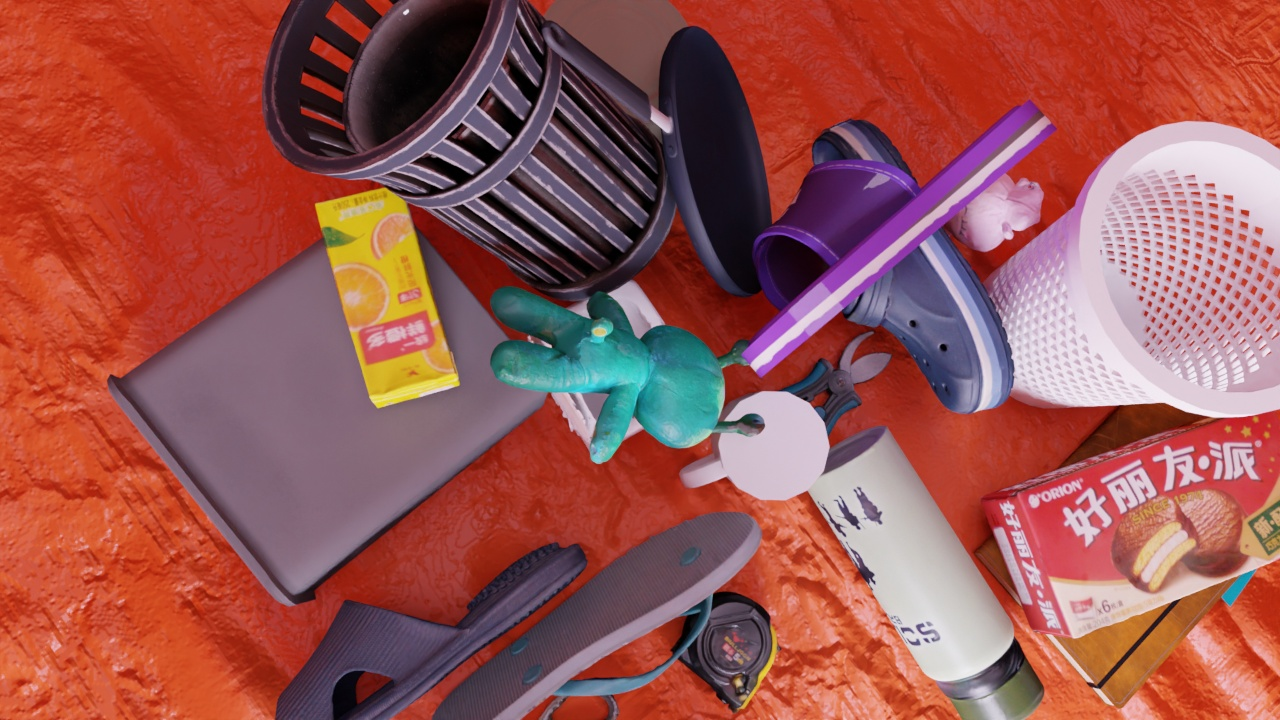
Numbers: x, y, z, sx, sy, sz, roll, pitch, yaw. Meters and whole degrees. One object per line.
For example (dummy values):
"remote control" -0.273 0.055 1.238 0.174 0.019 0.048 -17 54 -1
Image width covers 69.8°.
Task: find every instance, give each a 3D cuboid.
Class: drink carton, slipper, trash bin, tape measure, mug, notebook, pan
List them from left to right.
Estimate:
"trash bin" -0.208 0.026 0.646 0.219 0.098 0.192 -39 87 -14
"drink carton" -0.164 -0.041 0.597 0.058 0.043 0.134 -17 80 -11
"slipper" -0.160 0.188 0.627 0.263 0.101 0.082 -33 78 -18
"trash bin" -0.084 -0.139 0.570 0.164 0.227 0.164 -10 69 26
"slipper" -0.026 0.197 0.652 0.268 0.098 0.055 -33 110 -5
"pan" 0.024 -0.149 0.607 0.021 0.356 0.198 -10 82 24
"tape measure" 0.065 0.209 0.678 0.071 0.042 0.072 41 81 2
"mug" 0.078 0.066 0.668 0.105 0.089 0.073 -24 87 0
"slipper" 0.151 -0.102 0.618 0.266 0.107 0.084 -39 84 -9
"slipper" 0.193 -0.066 0.719 0.095 0.105 0.252 -24 81 -8
"trash bin" 0.357 -0.043 0.684 0.195 0.200 0.195 1 79 -8
"notebook" 0.418 0.142 0.753 0.249 0.014 0.178 -40 87 -13

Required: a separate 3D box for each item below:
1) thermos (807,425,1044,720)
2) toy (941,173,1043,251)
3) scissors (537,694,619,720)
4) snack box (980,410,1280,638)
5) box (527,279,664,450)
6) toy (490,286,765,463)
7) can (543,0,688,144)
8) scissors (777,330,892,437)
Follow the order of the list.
"thermos" 0.214 0.164 0.687 0.082 0.082 0.231 -33 90 -13
"toy" 0.265 -0.119 0.736 0.047 0.110 0.063 25 77 -26
"scissors" -0.083 0.284 0.657 0.158 0.013 0.162 42 77 2
"snack box" 0.399 0.122 0.715 0.236 0.060 0.113 -17 80 -11
"box" -0.030 0.003 0.655 0.128 0.137 0.108 -30 82 -13
"toy" -0.004 0.003 0.582 0.193 0.073 0.130 17 52 -29
"can" -0.023 -0.226 0.730 0.127 0.073 0.127 1 79 -8
"scissors" 0.133 0.037 0.730 0.124 0.019 0.156 12 79 -5
